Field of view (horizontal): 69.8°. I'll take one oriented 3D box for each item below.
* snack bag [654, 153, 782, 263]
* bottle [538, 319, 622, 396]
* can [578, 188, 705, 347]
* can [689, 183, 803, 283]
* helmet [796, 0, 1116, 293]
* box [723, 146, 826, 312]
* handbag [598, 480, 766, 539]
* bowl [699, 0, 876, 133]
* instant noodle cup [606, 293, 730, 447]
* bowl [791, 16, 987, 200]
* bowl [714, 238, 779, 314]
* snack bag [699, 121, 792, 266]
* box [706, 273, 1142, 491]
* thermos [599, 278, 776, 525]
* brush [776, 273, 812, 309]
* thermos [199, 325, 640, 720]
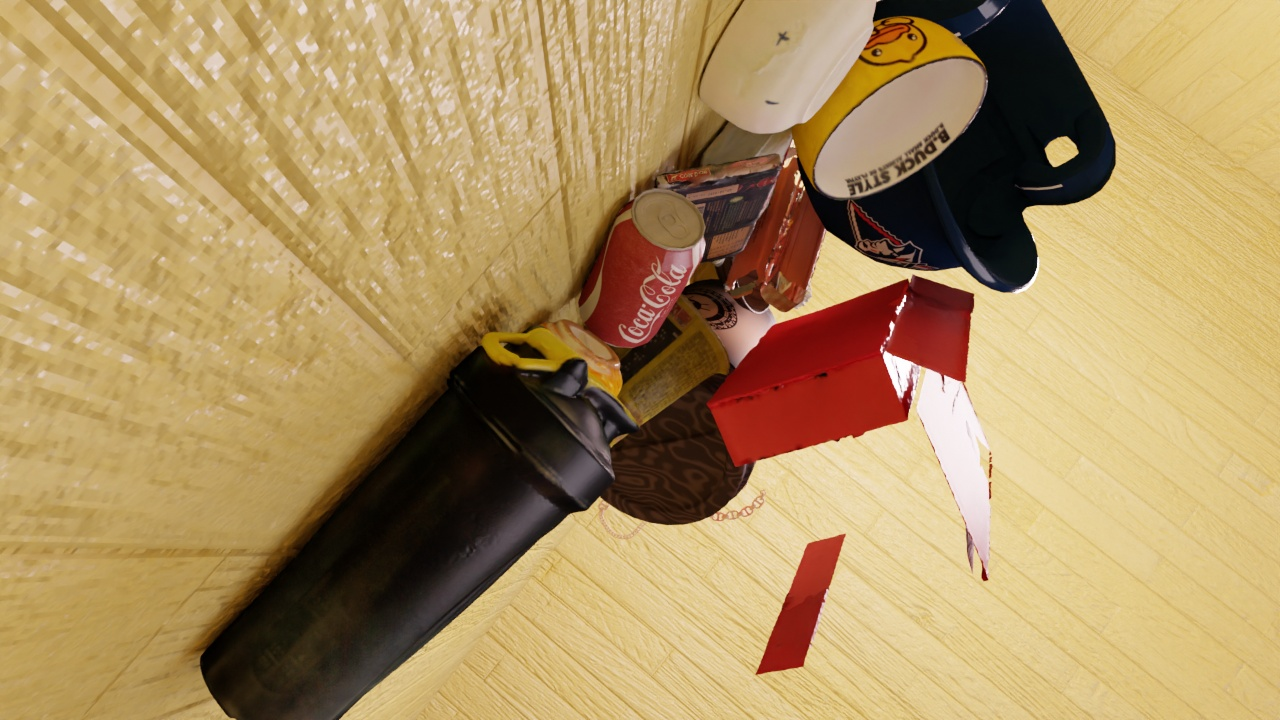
[{"bbox_3d":[0.042,-0.092,0.599,0.074,0.018,0.155,-11,170,-5],"label":"snack bag"},{"bbox_3d":[-0.060,0.030,0.541,0.109,0.063,0.063,-51,174,13],"label":"bottle"},{"bbox_3d":[0.000,-0.052,0.539,0.053,0.054,0.097,-47,173,-37],"label":"can"},{"bbox_3d":[0.126,-0.122,0.979,0.135,0.075,0.104,-54,176,29],"label":"can"},{"bbox_3d":[0.237,-0.168,0.734,0.224,0.232,0.271,-29,-139,31],"label":"helmet"},{"bbox_3d":[0.131,-0.118,0.821,0.054,0.079,0.186,73,33,-47],"label":"box"},{"bbox_3d":[0.036,0.131,1.016,0.116,0.199,0.187,-67,152,-75],"label":"handbag"},{"bbox_3d":[0.083,-0.164,0.482,0.105,0.054,0.105,-49,174,-7],"label":"bowl"},{"bbox_3d":[-0.004,0.004,0.678,0.108,0.102,0.102,-42,173,-10],"label":"instant noodle cup"},{"bbox_3d":[0.143,-0.163,0.565,0.117,0.067,0.117,-21,155,-10],"label":"bowl"},{"bbox_3d":[0.096,-0.103,0.871,0.119,0.032,0.119,1,88,-61],"label":"bowl"},{"bbox_3d":[0.075,-0.132,0.699,0.077,0.041,0.225,-50,176,-4],"label":"snack bag"},{"bbox_3d":[0.267,0.013,0.656,0.211,0.410,0.107,-42,133,-63],"label":"box"},{"bbox_3d":[0.046,0.023,0.867,0.173,0.172,0.225,-55,179,34],"label":"thermos"},{"bbox_3d":[0.173,-0.131,1.060,0.041,0.030,0.172,-42,-143,45],"label":"brush"},{"bbox_3d":[-0.102,0.081,0.440,0.220,0.098,0.098,-44,173,-7],"label":"thermos"}]
